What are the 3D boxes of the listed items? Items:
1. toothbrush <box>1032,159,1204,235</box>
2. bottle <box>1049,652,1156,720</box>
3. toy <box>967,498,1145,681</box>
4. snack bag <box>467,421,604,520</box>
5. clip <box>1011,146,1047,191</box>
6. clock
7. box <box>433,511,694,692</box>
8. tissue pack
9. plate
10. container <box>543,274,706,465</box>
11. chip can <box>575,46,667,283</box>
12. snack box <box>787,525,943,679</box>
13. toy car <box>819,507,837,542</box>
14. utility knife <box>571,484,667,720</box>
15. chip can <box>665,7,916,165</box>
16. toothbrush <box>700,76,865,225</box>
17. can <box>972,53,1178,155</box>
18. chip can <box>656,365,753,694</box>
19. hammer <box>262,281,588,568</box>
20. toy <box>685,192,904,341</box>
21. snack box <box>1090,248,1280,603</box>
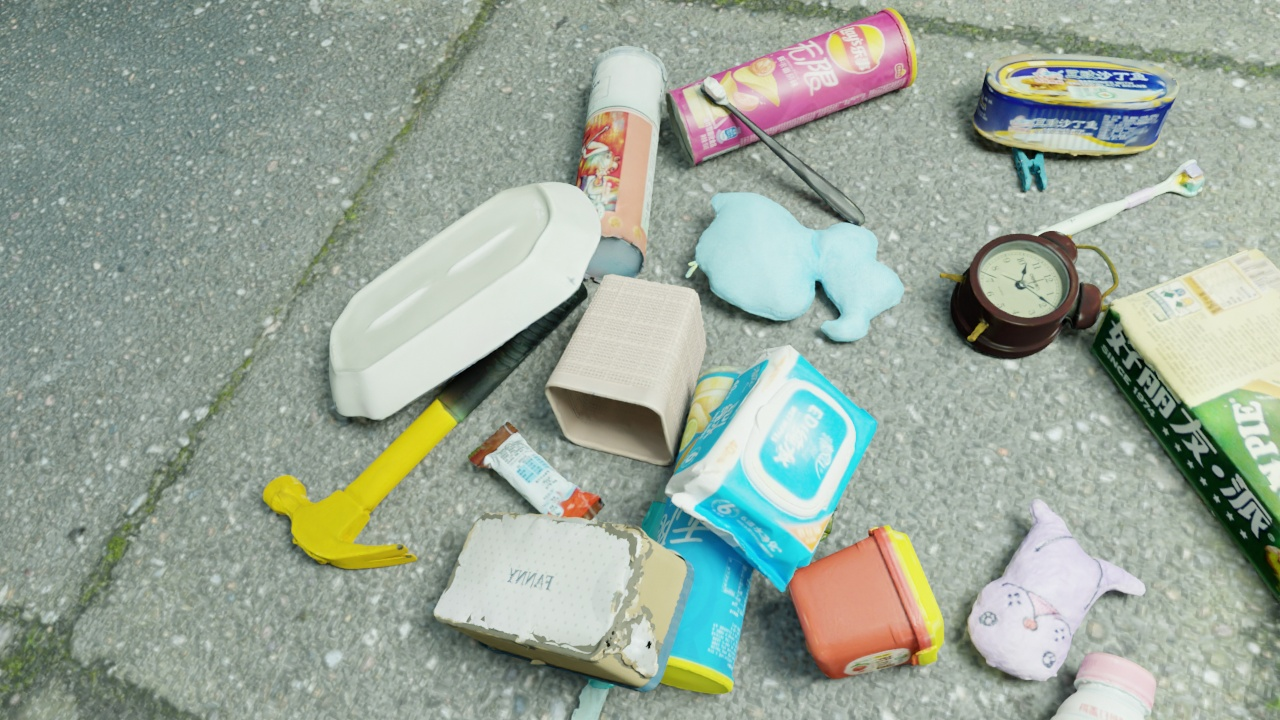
[{"bbox_3d":[0.353,-0.111,0.723,0.189,0.029,0.020,-22,16,-1],"label":"toothbrush"},{"bbox_3d":[0.236,0.257,0.503,0.068,0.068,0.196,21,63,22],"label":"bottle"},{"bbox_3d":[0.253,0.152,0.576,0.084,0.039,0.107,39,72,19],"label":"toy"},{"bbox_3d":[-0.078,0.090,0.684,0.104,0.026,0.048,34,59,21],"label":"snack bag"},{"bbox_3d":[0.324,-0.163,0.763,0.042,0.014,0.056,-1,57,10],"label":"clip"},{"bbox_3d":[0.288,-0.052,0.675,0.122,0.055,0.082,-15,65,1],"label":"clock"},{"bbox_3d":[-0.057,0.149,0.590,0.185,0.061,0.089,-3,56,46],"label":"box"},{"bbox_3d":[0.085,0.063,0.578,0.090,0.063,0.139,40,59,-5],"label":"tissue pack"},{"bbox_3d":[-0.153,-0.058,0.737,0.266,0.034,0.162,-32,43,9],"label":"plate"},{"bbox_3d":[-0.004,0.004,0.689,0.090,0.090,0.110,12,59,18],"label":"container"},{"bbox_3d":[-0.020,-0.174,0.805,0.071,0.071,0.214,0,60,11],"label":"chip can"},{"bbox_3d":[0.138,0.153,0.570,0.080,0.091,0.082,-20,58,7],"label":"snack box"},{"bbox_3d":[0.119,0.086,0.643,0.043,0.036,0.091,10,60,15],"label":"toy car"},{"bbox_3d":[-0.014,0.183,0.626,0.029,0.013,0.215,16,62,18],"label":"utility knife"},{"bbox_3d":[0.131,-0.242,0.814,0.210,0.071,0.071,-20,58,-1],"label":"chip can"},{"bbox_3d":[0.119,-0.175,0.768,0.181,0.018,0.015,42,86,1],"label":"toothbrush"},{"bbox_3d":[0.355,-0.211,0.754,0.148,0.049,0.074,7,50,10],"label":"can"},{"bbox_3d":[0.048,0.110,0.623,0.071,0.071,0.209,8,61,16],"label":"chip can"},{"bbox_3d":[-0.152,0.040,0.728,0.129,0.033,0.300,34,72,26],"label":"hammer"},{"bbox_3d":[0.117,-0.077,0.733,0.156,0.050,0.161,-17,65,-7],"label":"toy"},{"bbox_3d":[0.414,0.047,0.591,0.114,0.063,0.239,-22,58,-2],"label":"snack box"}]
